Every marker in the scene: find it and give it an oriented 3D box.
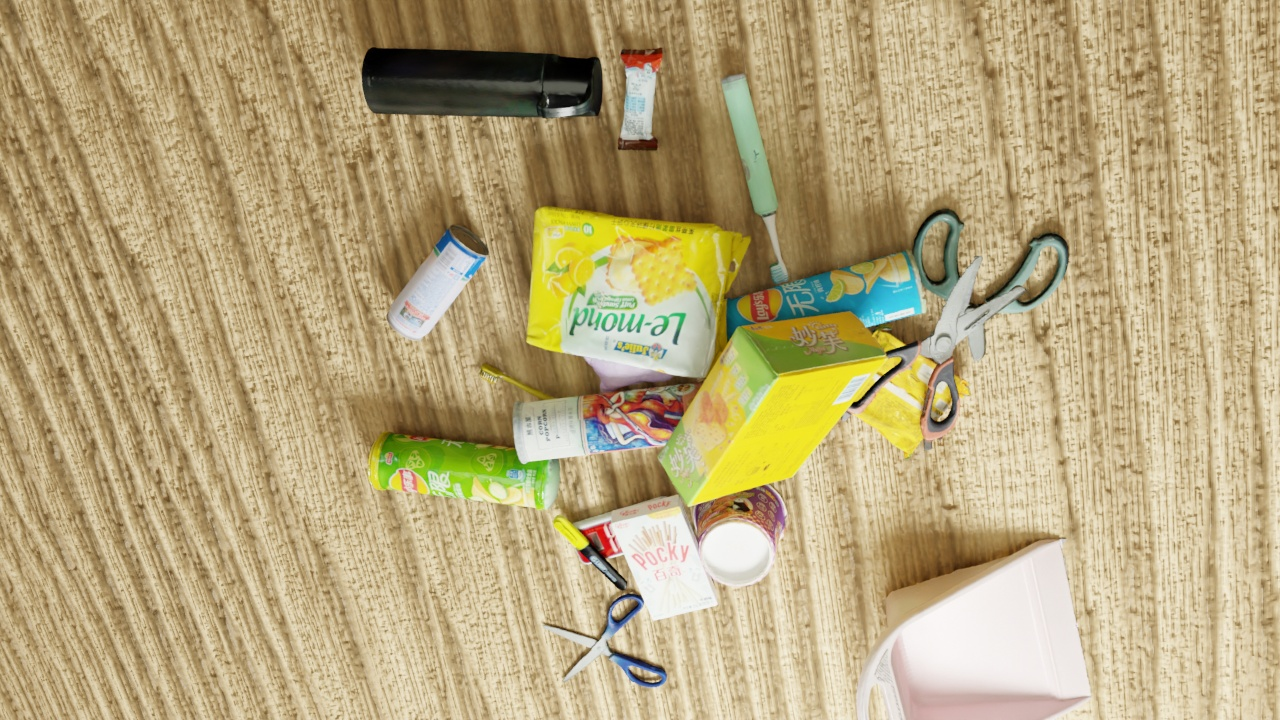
[{"bbox_3d":[-0.060,0.234,1.109,0.018,0.015,0.124,-40,98,25],"label":"marker"}]

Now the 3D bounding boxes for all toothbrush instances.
[{"bbox_3d":[0.125,-0.189,0.967,0.027,0.026,0.224,-19,104,-8],"label":"toothbrush"},{"bbox_3d":[-0.104,0.052,1.082,0.190,0.015,0.017,26,113,0],"label":"toothbrush"}]

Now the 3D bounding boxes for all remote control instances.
[{"bbox_3d":[-0.019,0.207,1.113,0.136,0.020,0.056,-18,102,14],"label":"remote control"}]

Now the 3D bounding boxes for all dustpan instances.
[{"bbox_3d":[0.380,0.353,1.034,0.274,0.138,0.222,-17,103,14],"label":"dustpan"}]

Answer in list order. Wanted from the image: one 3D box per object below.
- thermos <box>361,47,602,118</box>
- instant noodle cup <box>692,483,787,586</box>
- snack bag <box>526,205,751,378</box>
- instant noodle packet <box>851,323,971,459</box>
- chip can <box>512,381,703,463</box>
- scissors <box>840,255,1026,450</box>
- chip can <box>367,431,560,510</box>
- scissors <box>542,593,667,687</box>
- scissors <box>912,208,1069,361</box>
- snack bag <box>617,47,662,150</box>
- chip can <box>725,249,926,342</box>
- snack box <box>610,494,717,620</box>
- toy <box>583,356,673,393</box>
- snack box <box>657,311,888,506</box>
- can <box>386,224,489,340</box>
[{"bbox_3d":[-0.165,-0.283,0.950,0.243,0.089,0.068,4,128,8],"label":"thermos"},{"bbox_3d":[0.112,0.198,1.049,0.111,0.099,0.112,2,105,8],"label":"instant noodle cup"},{"bbox_3d":[-0.010,-0.077,0.973,0.247,0.068,0.158,11,105,23],"label":"snack bag"},{"bbox_3d":[0.279,0.033,1.002,0.128,0.044,0.111,35,107,-5],"label":"instant noodle packet"},{"bbox_3d":[-0.031,0.069,1.033,0.215,0.071,0.071,-7,106,2],"label":"chip can"},{"bbox_3d":[0.298,-0.001,0.946,0.189,0.015,0.227,-6,113,6],"label":"scissors"},{"bbox_3d":[-0.206,0.131,1.092,0.221,0.072,0.073,6,107,6],"label":"chip can"},{"bbox_3d":[-0.041,0.360,1.168,0.173,0.012,0.163,21,110,3],"label":"scissors"},{"bbox_3d":[0.372,-0.087,0.964,0.181,0.019,0.170,-14,103,12],"label":"scissors"},{"bbox_3d":[-0.001,-0.273,0.961,0.048,0.026,0.104,5,108,14],"label":"snack bag"},{"bbox_3d":[0.189,-0.057,0.974,0.210,0.071,0.071,-15,104,12],"label":"chip can"},{"bbox_3d":[0.030,0.237,1.094,0.085,0.026,0.157,-16,116,11],"label":"snack box"},{"bbox_3d":[-0.006,0.006,1.041,0.108,0.038,0.084,-15,122,12],"label":"toy"},{"bbox_3d":[0.130,0.050,0.935,0.070,0.157,0.211,58,140,29],"label":"snack box"},{"bbox_3d":[-0.231,-0.087,1.039,0.053,0.053,0.135,40,108,-4],"label":"can"}]
